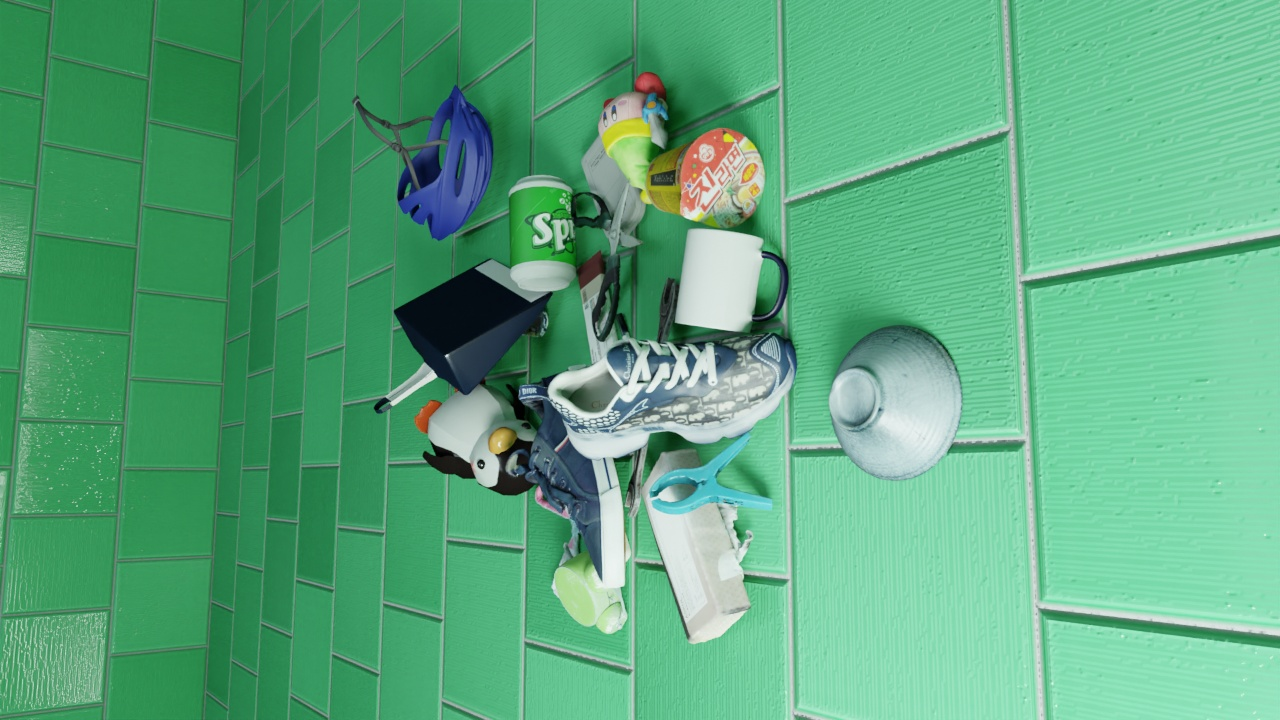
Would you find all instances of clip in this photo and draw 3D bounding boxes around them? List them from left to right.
[{"bbox_3d":[0.068,0.131,0.914,0.026,0.116,0.097,81,173,-61],"label":"clip"}]

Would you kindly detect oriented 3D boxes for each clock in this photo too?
[{"bbox_3d":[-0.058,0.273,1.088,0.119,0.042,0.094,6,116,49],"label":"clock"}]

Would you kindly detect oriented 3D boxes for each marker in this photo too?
[{"bbox_3d":[-0.007,0.006,1.102,0.011,0.011,0.152,-45,52,40],"label":"marker"}]

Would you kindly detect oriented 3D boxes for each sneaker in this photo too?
[{"bbox_3d":[-0.091,0.139,1.076,0.121,0.127,0.294,88,165,-52],"label":"sneaker"},{"bbox_3d":[0.017,0.020,0.914,0.270,0.132,0.103,-16,59,23],"label":"sneaker"}]

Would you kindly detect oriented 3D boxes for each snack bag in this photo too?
[{"bbox_3d":[-0.053,-0.060,1.169,0.057,0.013,0.157,-35,58,47],"label":"snack bag"}]

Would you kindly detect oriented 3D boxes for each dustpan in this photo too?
[{"bbox_3d":[-0.273,-0.026,1.313,0.236,0.272,0.080,31,147,54],"label":"dustpan"}]

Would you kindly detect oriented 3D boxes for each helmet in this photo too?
[{"bbox_3d":[-0.340,-0.310,1.403,0.242,0.227,0.147,-66,31,21],"label":"helmet"}]

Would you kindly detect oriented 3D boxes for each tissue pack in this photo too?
[{"bbox_3d":[0.064,0.187,0.952,0.104,0.071,0.181,118,144,-49],"label":"tissue pack"}]

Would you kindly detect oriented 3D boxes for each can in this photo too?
[{"bbox_3d":[-0.131,-0.169,1.224,0.088,0.087,0.139,-16,73,51],"label":"can"}]

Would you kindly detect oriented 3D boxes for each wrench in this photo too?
[{"bbox_3d":[0.013,0.039,1.028,0.070,0.010,0.273,164,117,-78],"label":"wrench"}]

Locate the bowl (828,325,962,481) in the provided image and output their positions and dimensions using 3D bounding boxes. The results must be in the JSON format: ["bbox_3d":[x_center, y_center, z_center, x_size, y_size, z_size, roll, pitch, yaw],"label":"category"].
[{"bbox_3d":[0.200,0.035,0.788,0.137,0.057,0.137,-10,77,52],"label":"bowl"}]

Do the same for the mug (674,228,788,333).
[{"bbox_3d":[0.096,-0.079,0.935,0.112,0.078,0.097,9,93,25],"label":"mug"}]

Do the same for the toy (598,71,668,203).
[{"bbox_3d":[0.003,-0.264,1.086,0.124,0.096,0.131,-17,53,44],"label":"toy"}]

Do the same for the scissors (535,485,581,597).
[{"bbox_3d":[-0.093,0.223,1.187,0.171,0.013,0.177,19,98,48],"label":"scissors"}]

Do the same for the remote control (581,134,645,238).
[{"bbox_3d":[-0.033,-0.223,1.159,0.074,0.019,0.151,-46,51,39],"label":"remote control"}]

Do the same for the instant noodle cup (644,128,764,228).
[{"bbox_3d":[0.061,-0.193,0.981,0.112,0.100,0.100,19,101,63],"label":"instant noodle cup"}]

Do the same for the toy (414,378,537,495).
[{"bbox_3d":[-0.197,0.123,1.262,0.184,0.158,0.140,31,153,40],"label":"toy"}]

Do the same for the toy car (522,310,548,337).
[{"bbox_3d":[-0.155,-0.054,1.290,0.090,0.027,0.038,11,88,51],"label":"toy car"}]

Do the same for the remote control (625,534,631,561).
[{"bbox_3d":[-0.043,0.190,1.116,0.038,0.018,0.125,-38,55,29],"label":"remote control"}]

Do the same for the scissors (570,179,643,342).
[{"bbox_3d":[-0.052,-0.140,1.146,0.205,0.015,0.202,48,129,51],"label":"scissors"}]
